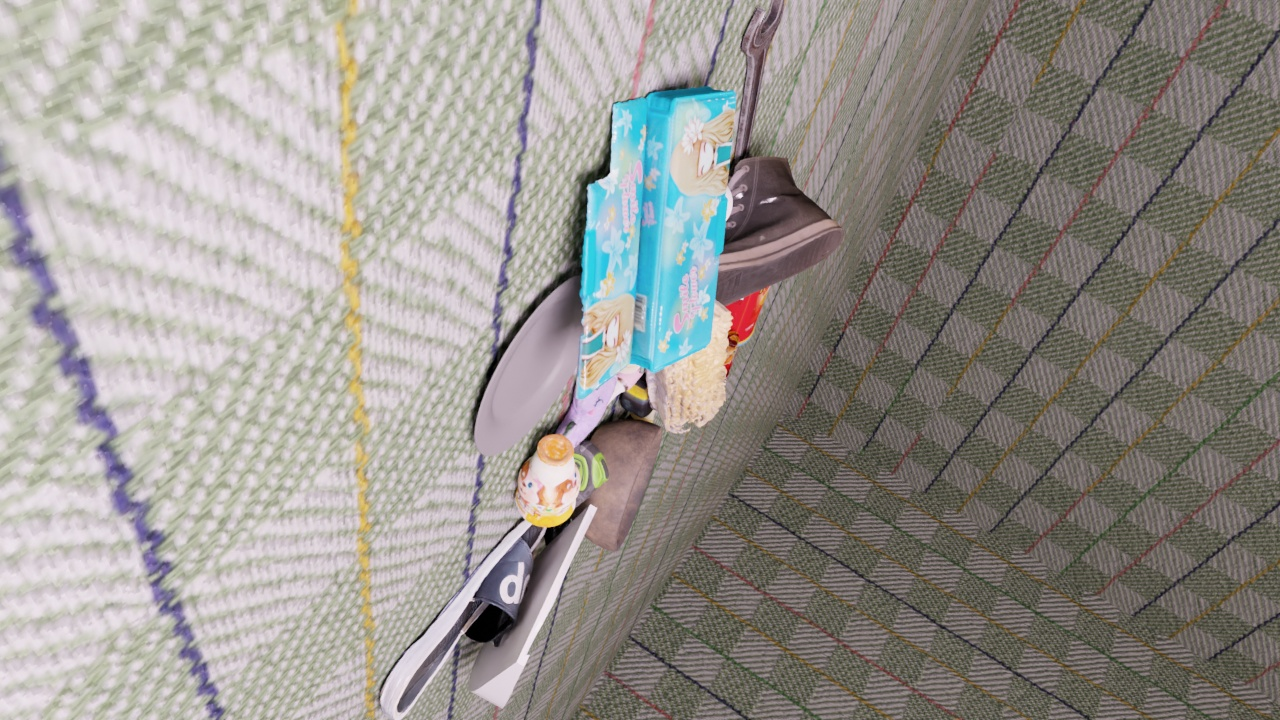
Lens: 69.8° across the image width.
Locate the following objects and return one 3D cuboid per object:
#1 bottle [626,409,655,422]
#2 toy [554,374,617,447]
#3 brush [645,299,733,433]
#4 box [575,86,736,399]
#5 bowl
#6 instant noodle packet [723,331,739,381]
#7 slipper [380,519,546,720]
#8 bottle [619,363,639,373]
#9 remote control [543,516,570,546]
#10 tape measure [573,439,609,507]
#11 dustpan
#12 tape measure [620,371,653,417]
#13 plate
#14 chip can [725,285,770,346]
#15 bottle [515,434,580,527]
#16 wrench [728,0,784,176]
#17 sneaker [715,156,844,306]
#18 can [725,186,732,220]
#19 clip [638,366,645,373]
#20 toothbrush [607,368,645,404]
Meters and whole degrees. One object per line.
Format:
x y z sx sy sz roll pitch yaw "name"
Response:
-0.004 0.087 1.201 0.185 0.045 0.045 -63 166 16 "bottle"
-0.058 0.051 0.942 0.080 0.036 0.100 -38 157 -59 "toy"
0.051 0.004 1.001 0.083 0.056 0.272 -25 155 -11 "brush"
0.006 -0.095 0.730 0.181 0.039 0.227 -26 128 -48 "box"
-0.034 0.144 1.114 0.162 0.070 0.162 21 89 -81 "bowl"
0.077 0.002 1.226 0.136 0.098 0.039 97 -17 -63 "instant noodle packet"
-0.171 0.278 0.984 0.263 0.063 0.111 -45 161 -38 "slipper"
-0.009 -0.041 0.869 0.059 0.059 0.167 -52 165 -27 "bottle"
-0.103 0.175 1.092 0.047 0.022 0.150 -51 163 -29 "remote control"
-0.066 0.116 0.997 0.059 0.065 0.035 -38 175 19 "tape measure"
-0.119 0.301 1.058 0.259 0.053 0.191 -49 -168 51 "dustpan"
0.006 0.032 1.127 0.072 0.042 0.072 -53 167 -42 "tape measure"
-0.088 0.002 0.777 0.178 0.012 0.179 -54 166 -20 "plate"
0.130 -0.109 1.171 0.086 0.087 0.214 -51 166 -31 "chip can"
-0.090 0.118 0.915 0.063 0.063 0.109 -48 163 -40 "bottle"
0.111 -0.260 0.932 0.070 0.010 0.274 -54 166 -20 "wrench"
0.087 -0.132 0.975 0.234 0.120 0.095 -26 159 -9 "sneaker"
0.053 -0.152 0.857 0.055 0.055 0.101 -61 167 10 "can"
0.006 -0.021 1.043 0.074 0.037 0.023 -58 166 -27 "clip"
-0.006 0.006 1.056 0.222 0.026 0.027 -50 -174 -33 "toothbrush"
